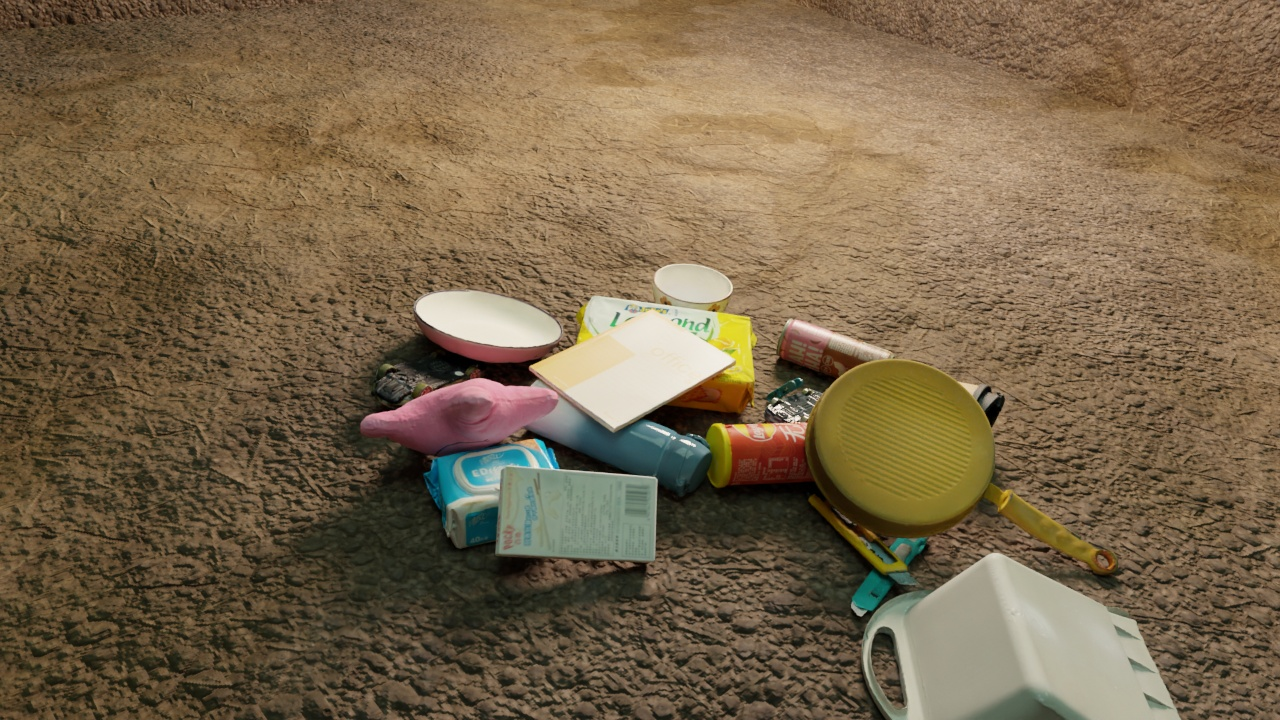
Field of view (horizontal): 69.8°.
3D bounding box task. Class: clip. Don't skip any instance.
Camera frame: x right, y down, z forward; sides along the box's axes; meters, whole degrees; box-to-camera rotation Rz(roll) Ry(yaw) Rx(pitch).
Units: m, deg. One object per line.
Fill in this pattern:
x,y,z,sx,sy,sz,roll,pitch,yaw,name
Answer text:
0.183,0.037,1.157,0.046,0.057,0.014,-21,81,-35,clip

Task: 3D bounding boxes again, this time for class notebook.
-0.006,0.006,1.080,0.205,0.010,0.146,-27,47,-38,notebook

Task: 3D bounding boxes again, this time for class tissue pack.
-0.144,0.131,0.940,0.139,0.063,0.090,-9,37,-22,tissue pack

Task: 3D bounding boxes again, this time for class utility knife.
0.256,0.213,0.939,0.029,0.013,0.159,22,36,31,utility knife
0.231,0.181,0.966,0.033,0.015,0.173,-18,35,-20,utility knife

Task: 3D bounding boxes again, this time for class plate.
-0.197,-0.039,1.181,0.192,0.039,0.192,12,21,-5,plate

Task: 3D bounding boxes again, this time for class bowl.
0.070,-0.085,1.302,0.113,0.062,0.113,6,34,-4,bowl

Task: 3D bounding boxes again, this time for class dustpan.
0.344,0.297,0.836,0.257,0.143,0.222,33,31,-15,dustpan

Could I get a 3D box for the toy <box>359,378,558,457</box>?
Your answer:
-0.178,0.061,0.980,0.195,0.074,0.178,-14,-12,18,toy

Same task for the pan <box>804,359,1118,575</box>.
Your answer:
0.348,0.131,0.981,0.357,0.078,0.197,25,66,12,pan

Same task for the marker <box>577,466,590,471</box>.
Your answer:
-0.050,0.153,0.969,0.018,0.015,0.124,0,33,-16,marker

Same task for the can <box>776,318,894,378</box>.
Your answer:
0.260,-0.007,1.226,0.147,0.058,0.057,21,36,19,can

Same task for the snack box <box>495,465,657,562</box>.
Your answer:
-0.061,0.152,0.898,0.156,0.027,0.084,6,75,-16,snack box

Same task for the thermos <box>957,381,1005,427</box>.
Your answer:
0.362,0.057,1.130,0.143,0.093,0.092,21,36,32,thermos

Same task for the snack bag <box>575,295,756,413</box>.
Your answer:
0.031,-0.005,1.170,0.246,0.068,0.157,8,35,-1,snack bag

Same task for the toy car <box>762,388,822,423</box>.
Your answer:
0.199,0.066,1.129,0.054,0.037,0.120,32,31,33,toy car

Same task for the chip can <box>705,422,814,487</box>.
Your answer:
0.185,0.103,1.036,0.216,0.073,0.073,-1,35,-12,chip can

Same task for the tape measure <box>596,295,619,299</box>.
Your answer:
-0.039,-0.060,1.270,0.066,0.034,0.065,6,33,1,tape measure

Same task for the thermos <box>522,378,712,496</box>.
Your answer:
-0.028,0.085,1.031,0.220,0.070,0.070,20,36,18,thermos

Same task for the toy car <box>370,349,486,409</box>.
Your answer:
-0.250,0.023,1.098,0.070,0.042,0.157,25,27,26,toy car
